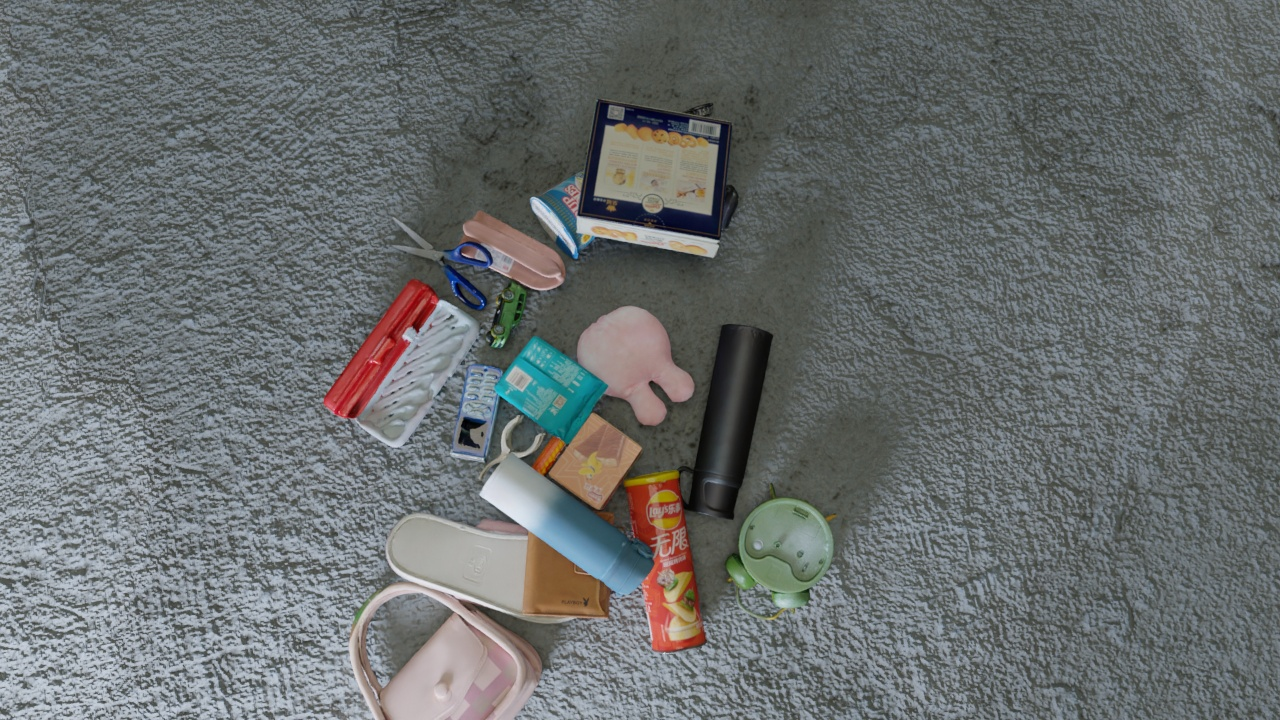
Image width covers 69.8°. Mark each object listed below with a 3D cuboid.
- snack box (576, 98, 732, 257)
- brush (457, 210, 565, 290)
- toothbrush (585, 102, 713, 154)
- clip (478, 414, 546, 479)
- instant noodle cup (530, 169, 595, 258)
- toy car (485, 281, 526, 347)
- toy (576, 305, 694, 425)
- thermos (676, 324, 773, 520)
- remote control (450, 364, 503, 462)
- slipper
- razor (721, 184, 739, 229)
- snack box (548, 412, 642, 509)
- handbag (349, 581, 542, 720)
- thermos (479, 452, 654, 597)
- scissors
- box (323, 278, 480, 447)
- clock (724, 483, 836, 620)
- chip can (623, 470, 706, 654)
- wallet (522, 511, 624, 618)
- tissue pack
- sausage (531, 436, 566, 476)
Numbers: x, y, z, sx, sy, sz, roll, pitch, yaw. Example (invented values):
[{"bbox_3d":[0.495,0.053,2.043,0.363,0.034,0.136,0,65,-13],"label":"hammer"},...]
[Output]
[{"bbox_3d":[0.019,-0.233,1.162,0.178,0.046,0.182,10,69,-4],"label":"snack box"},{"bbox_3d":[-0.165,-0.139,1.208,0.145,0.073,0.063,28,82,4],"label":"brush"},{"bbox_3d":[0.013,-0.315,1.260,0.189,0.014,0.017,-22,94,-2],"label":"toothbrush"},{"bbox_3d":[-0.176,0.109,1.192,0.104,0.035,0.086,-33,85,4],"label":"clip"},{"bbox_3d":[-0.073,-0.206,1.210,0.109,0.099,0.099,-40,82,-12],"label":"instant noodle cup"},{"bbox_3d":[-0.177,-0.059,1.209,0.036,0.043,0.091,23,74,-18],"label":"toy car"},{"bbox_3d":[-0.007,0.007,1.189,0.121,0.054,0.159,-39,78,3],"label":"toy"},{"bbox_3d":[0.102,0.076,1.174,0.090,0.068,0.242,10,82,25],"label":"thermos"},{"bbox_3d":[-0.212,0.069,1.201,0.049,0.024,0.124,10,81,3],"label":"remote control"},{"bbox_3d":[-0.182,0.258,1.151,0.274,0.054,0.114,14,72,-6],"label":"slipper"},{"bbox_3d":[0.060,-0.241,1.233,0.167,0.062,0.067,35,53,12],"label":"razor"},{"bbox_3d":[-0.054,0.129,1.153,0.077,0.093,0.094,35,83,5],"label":"snack box"},{"bbox_3d":[-0.257,0.378,1.134,0.234,0.093,0.193,42,84,14],"label":"handbag"},{"bbox_3d":[-0.085,0.196,1.093,0.220,0.070,0.070,34,83,3],"label":"thermos"},{"bbox_3d":[-0.259,-0.129,1.216,0.163,0.012,0.163,-7,114,36],"label":"scissors"},{"bbox_3d":[-0.302,0.004,1.177,0.100,0.095,0.201,32,82,8],"label":"box"},{"bbox_3d":[0.173,0.245,1.149,0.116,0.056,0.161,25,83,6],"label":"clock"},{"bbox_3d":[0.030,0.248,1.139,0.073,0.073,0.216,-9,84,0],"label":"chip can"},{"bbox_3d":[-0.082,0.249,1.131,0.119,0.035,0.130,4,74,-7],"label":"wallet"},{"bbox_3d":[-0.113,0.036,1.170,0.133,0.050,0.093,33,84,31],"label":"tissue pack"},{"bbox_3d":[-0.115,0.119,1.193,0.021,0.021,0.165,34,84,6],"label":"sausage"}]
